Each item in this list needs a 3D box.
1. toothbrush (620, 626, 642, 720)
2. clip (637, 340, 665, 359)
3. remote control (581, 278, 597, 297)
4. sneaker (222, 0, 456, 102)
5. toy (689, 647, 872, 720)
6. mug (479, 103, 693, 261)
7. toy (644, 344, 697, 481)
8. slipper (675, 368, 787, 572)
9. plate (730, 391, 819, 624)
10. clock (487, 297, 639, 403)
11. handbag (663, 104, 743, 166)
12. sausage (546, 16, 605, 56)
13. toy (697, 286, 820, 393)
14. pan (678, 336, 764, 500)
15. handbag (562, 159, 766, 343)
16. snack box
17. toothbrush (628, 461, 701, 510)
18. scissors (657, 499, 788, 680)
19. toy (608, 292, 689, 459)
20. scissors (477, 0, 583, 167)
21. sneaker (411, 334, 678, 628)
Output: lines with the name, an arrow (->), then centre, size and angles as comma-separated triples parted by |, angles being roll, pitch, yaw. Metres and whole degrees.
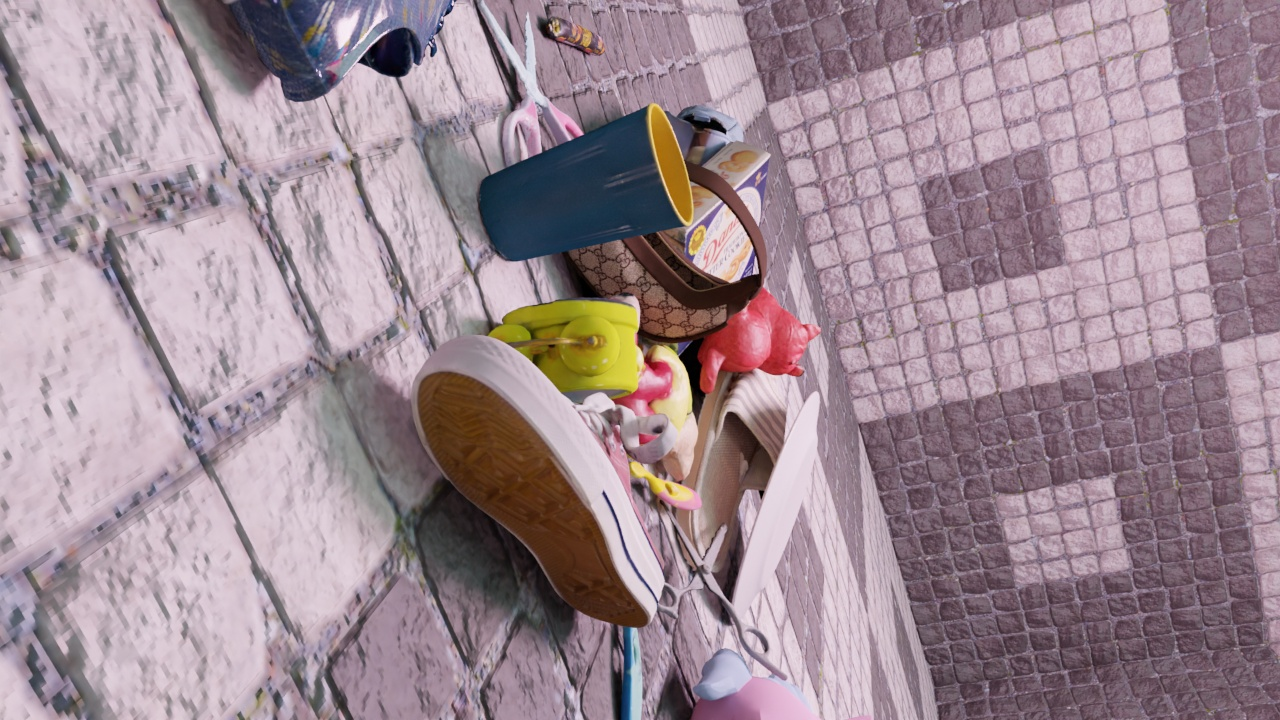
toothbrush -> -0.007, 0.188, 0.611 | 0.022, 0.017, 0.135 | 55, 25, -56
clip -> -0.006, 0.005, 0.737 | 0.045, 0.048, 0.054 | -21, 134, -57
remote control -> -0.038, -0.079, 0.730 | 0.041, 0.020, 0.151 | 12, 63, -57
sneaker -> -0.119, -0.186, 0.457 | 0.234, 0.087, 0.079 | -64, 143, -60
toy -> 0.102, 0.301, 0.729 | 0.222, 0.120, 0.170 | 62, 22, -17
mug -> -0.036, -0.107, 0.582 | 0.078, 0.121, 0.078 | -13, 90, -73
toy -> 0.025, 0.046, 0.788 | 0.092, 0.043, 0.118 | -46, 124, -82
slipper -> 0.095, 0.086, 0.888 | 0.114, 0.054, 0.271 | 58, 39, -27
plate -> 0.142, 0.147, 0.909 | 0.242, 0.016, 0.242 | 20, 89, -73
clock -> -0.045, -0.007, 0.543 | 0.119, 0.083, 0.057 | 24, 60, -72
handbag -> 0.038, -0.197, 0.908 | 0.191, 0.118, 0.122 | -61, 169, -66
sausage -> -0.058, -0.299, 0.848 | 0.155, 0.020, 0.020 | -39, 113, -72
toy -> 0.107, -0.011, 0.865 | 0.132, 0.094, 0.088 | -41, 161, -43
pan -> 0.086, 0.018, 1.008 | 0.203, 0.044, 0.355 | -26, 101, -73
handbag -> 0.016, -0.093, 0.664 | 0.166, 0.139, 0.063 | 50, 43, -19
snack box -> 0.057, -0.100, 0.825 | 0.144, 0.043, 0.145 | -46, 152, -36
toothbrush -> 0.018, 0.103, 0.741 | 0.135, 0.016, 0.021 | 36, 37, -56
scissors -> 0.059, 0.183, 0.731 | 0.175, 0.014, 0.141 | 49, 32, 18
toy -> -0.010, 0.021, 0.669 | 0.137, 0.067, 0.105 | 56, 50, -44
scissors -> -0.078, -0.182, 0.680 | 0.170, 0.014, 0.168 | 59, 29, -30
sneaker -> -0.034, 0.057, 0.493 | 0.087, 0.118, 0.241 | -66, 149, -32
